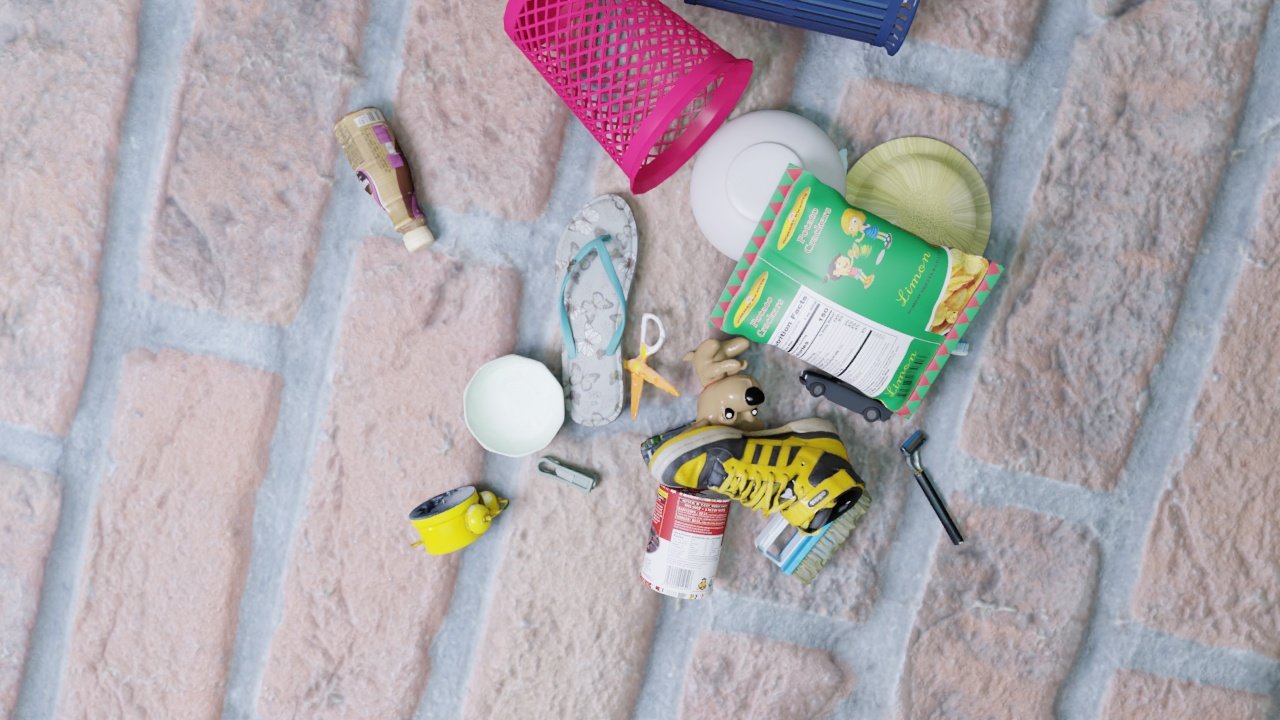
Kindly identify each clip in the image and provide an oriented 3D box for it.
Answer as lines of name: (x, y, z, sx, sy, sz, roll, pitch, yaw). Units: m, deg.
clip: (-0.088, 0.135, 1.082, 0.078, 0.050, 0.023, 18, 93, -7)

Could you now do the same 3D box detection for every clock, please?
clock: (-0.211, 0.182, 1.070, 0.119, 0.083, 0.057, -19, 99, 6)

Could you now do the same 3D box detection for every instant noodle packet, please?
instant noodle packet: (0.229, -0.070, 0.995, 0.252, 0.090, 0.196, 25, 111, -2)

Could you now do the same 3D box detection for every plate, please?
plate: (0.315, -0.162, 1.038, 0.184, 0.036, 0.184, 0, 95, -3)

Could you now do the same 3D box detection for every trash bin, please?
trash bin: (0.169, -0.424, 0.980, 0.249, 0.139, 0.139, 14, 95, 2)

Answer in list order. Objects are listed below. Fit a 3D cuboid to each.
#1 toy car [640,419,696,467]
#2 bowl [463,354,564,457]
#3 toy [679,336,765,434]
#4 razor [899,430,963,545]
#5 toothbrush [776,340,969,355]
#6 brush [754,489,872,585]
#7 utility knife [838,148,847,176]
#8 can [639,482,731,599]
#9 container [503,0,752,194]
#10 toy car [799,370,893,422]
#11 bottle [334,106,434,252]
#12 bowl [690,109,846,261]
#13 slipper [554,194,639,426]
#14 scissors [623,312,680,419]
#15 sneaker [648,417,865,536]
toy car: (0.045, 0.099, 1.077, 0.091, 0.036, 0.042, -21, 93, 4)
bowl: (-0.143, 0.049, 1.067, 0.117, 0.061, 0.117, 0, 95, 2)
toy: (0.093, 0.032, 1.040, 0.134, 0.106, 0.108, -4, 78, -40)
razor: (0.343, 0.155, 1.082, 0.042, 0.022, 0.144, -32, 99, -36)
toothbrush: (0.269, -0.020, 1.066, 0.222, 0.027, 0.027, 3, 115, 1)
brush: (0.203, 0.186, 1.070, 0.075, 0.055, 0.136, 38, 94, -7)
utility knife: (0.231, -0.148, 1.059, 0.030, 0.018, 0.191, -1, 98, -3)
can: (0.052, 0.205, 1.061, 0.086, 0.086, 0.116, 11, 95, 1)
container: (-0.024, -0.324, 0.984, 0.226, 0.183, 0.183, 45, 95, 5)
toy car: (0.238, 0.039, 1.061, 0.112, 0.046, 0.034, 24, 100, -2)
bottle: (-0.288, -0.204, 1.051, 0.059, 0.059, 0.166, -26, 95, 4)
bowl: (0.141, -0.194, 1.023, 0.177, 0.066, 0.176, 1, 94, 9)
slipper: (-0.059, -0.059, 1.048, 0.098, 0.054, 0.268, 4, 91, 16)
scissors: (0.000, 0.001, 1.061, 0.125, 0.011, 0.128, 34, 98, 21)
sneaker: (0.135, 0.134, 0.996, 0.238, 0.122, 0.086, -6, 133, -22)
